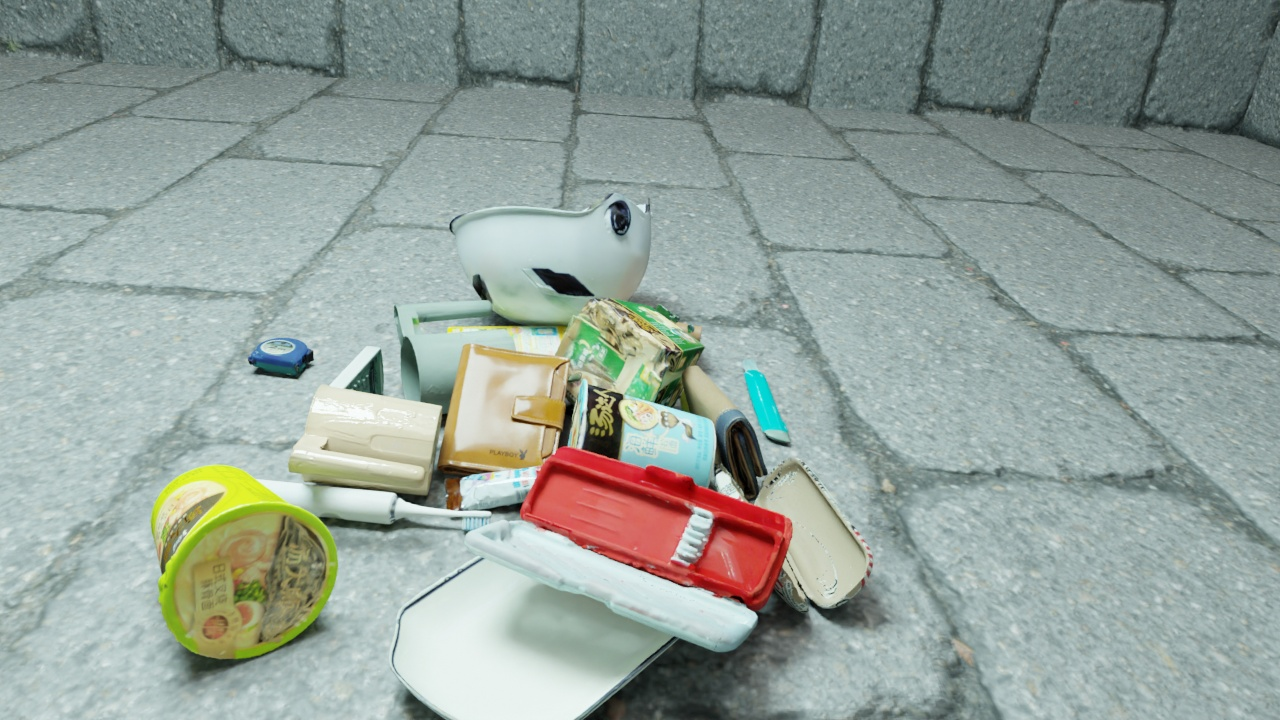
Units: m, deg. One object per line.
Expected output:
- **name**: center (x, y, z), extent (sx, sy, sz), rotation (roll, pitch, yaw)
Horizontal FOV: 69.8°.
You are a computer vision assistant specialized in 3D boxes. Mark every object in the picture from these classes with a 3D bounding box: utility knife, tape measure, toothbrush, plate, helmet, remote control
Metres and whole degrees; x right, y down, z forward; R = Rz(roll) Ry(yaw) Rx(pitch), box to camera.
- **utility knife**: center (0.133, 0.040, 0.997), extent (0.029, 0.013, 0.184), rotation (5, 27, -6)
- **tape measure**: center (-0.387, -0.004, 0.993), extent (0.058, 0.025, 0.054), rotation (10, 24, 3)
- **toothbrush**: center (-0.233, 0.120, 0.760), extent (0.221, 0.026, 0.027), rotation (6, -10, 2)
- **plate**: center (-0.049, 0.180, 0.655), extent (0.162, 0.034, 0.264), rotation (21, 31, 32)
- **helmet**: center (-0.102, -0.111, 1.101), extent (0.229, 0.146, 0.258), rotation (-5, 5, 27)
- **remote control**: center (-0.281, 0.037, 0.889), extent (0.019, 0.056, 0.134), rotation (7, 25, 4)

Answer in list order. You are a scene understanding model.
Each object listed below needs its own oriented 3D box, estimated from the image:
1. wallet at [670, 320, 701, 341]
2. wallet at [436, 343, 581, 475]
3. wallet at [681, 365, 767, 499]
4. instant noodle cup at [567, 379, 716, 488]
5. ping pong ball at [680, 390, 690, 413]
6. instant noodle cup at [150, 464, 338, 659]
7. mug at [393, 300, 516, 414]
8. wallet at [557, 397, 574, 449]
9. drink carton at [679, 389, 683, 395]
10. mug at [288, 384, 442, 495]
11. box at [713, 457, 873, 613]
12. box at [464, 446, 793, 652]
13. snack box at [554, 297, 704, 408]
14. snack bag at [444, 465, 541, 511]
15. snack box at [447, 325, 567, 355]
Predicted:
- **wallet**: center (0.019, -0.036, 1.074), extent (0.101, 0.020, 0.115), rotation (11, -2, 1)
- **wallet**: center (-0.118, 0.050, 0.856), extent (0.119, 0.035, 0.130), rotation (5, 58, 0)
- **wallet**: center (0.075, 0.065, 0.853), extent (0.033, 0.090, 0.115), rotation (-22, 30, -11)
- **instant noodle cup**: center (0.000, 0.079, 0.801), extent (0.120, 0.111, 0.111), rotation (9, 25, -7)
- **ping pong ball**: center (0.061, 0.041, 0.952), extent (0.040, 0.040, 0.040), rotation (4, 26, -2)
- **instant noodle cup**: center (-0.291, 0.131, 0.649), extent (0.111, 0.112, 0.123), rotation (-15, 24, -35)
- **mug**: center (-0.189, -0.006, 0.936), extent (0.103, 0.084, 0.123), rotation (-6, 66, -26)
- **wallet**: center (-0.084, 0.056, 0.924), extent (0.096, 0.020, 0.122), rotation (18, 29, 31)
- **drink carton**: center (-0.003, -0.001, 1.016), extent (0.122, 0.054, 0.045), rotation (10, 22, 12)
- **mug**: center (-0.226, 0.073, 0.768), extent (0.103, 0.084, 0.124), rotation (9, 10, -9)
- **box**: center (0.121, 0.129, 0.738), extent (0.086, 0.075, 0.162), rotation (-31, 29, -1)
- **box**: center (-0.006, 0.134, 0.650), extent (0.201, 0.069, 0.157), rotation (16, 31, 21)
- **snack box**: center (-0.005, 0.005, 0.913), extent (0.118, 0.118, 0.105), rotation (38, 26, 24)
- **snack bag**: center (-0.116, 0.110, 0.793), extent (0.105, 0.026, 0.045), rotation (-9, 37, -7)
- **snack box**: center (-0.148, -0.009, 1.034), extent (0.140, 0.034, 0.087), rotation (1, 26, -11)
